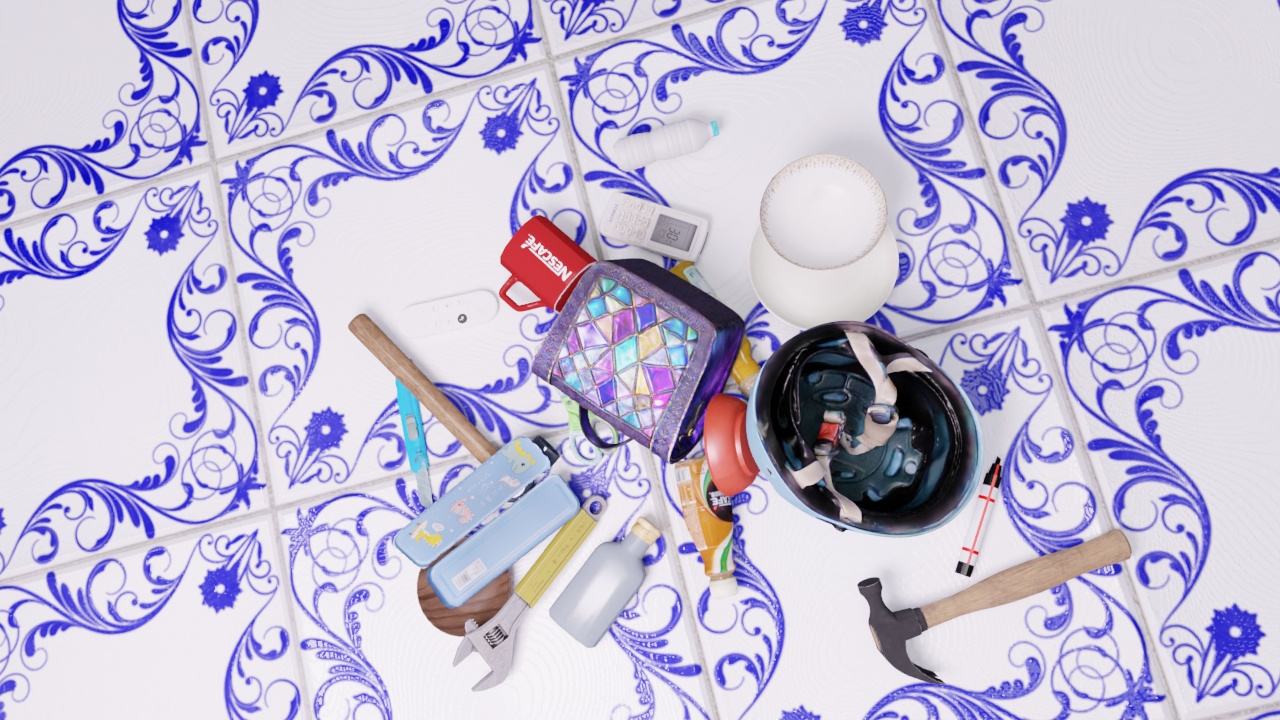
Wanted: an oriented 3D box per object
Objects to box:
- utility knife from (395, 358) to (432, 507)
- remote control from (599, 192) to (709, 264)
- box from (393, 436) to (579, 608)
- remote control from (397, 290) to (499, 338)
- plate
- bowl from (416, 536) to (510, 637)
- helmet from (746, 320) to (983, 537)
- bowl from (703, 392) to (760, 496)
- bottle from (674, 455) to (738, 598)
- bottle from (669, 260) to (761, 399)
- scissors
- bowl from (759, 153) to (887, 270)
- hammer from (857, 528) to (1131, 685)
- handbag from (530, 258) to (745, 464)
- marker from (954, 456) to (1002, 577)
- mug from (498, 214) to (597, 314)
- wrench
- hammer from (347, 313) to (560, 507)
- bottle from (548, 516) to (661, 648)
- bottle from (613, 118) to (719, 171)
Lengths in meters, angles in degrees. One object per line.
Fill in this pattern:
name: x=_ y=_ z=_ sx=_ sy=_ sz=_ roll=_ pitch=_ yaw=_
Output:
utility knife: x=-0.292 y=0.095 z=1.188 sx=0.031 sy=0.015 sz=0.198 roll=-15 pitch=80 yaw=8
remote control: x=0.017 y=-0.170 z=1.182 sx=0.138 sy=0.025 sz=0.060 roll=19 pitch=84 yaw=10
box: x=-0.184 y=0.194 z=1.112 sx=0.209 sy=0.039 sz=0.126 roll=-39 pitch=94 yaw=0
remote control: x=-0.253 y=-0.060 z=1.207 sx=0.136 sy=0.013 sz=0.043 roll=-12 pitch=80 yaw=6
plate: x=0.225 y=-0.121 z=1.141 sx=0.182 sy=0.034 sz=0.182 roll=-1 pitch=81 yaw=7
bowl: x=-0.215 y=0.279 z=1.138 sx=0.119 sy=0.032 sz=0.119 roll=-1 pitch=81 yaw=8
helmet: x=0.244 y=0.082 z=1.037 sx=0.265 sy=0.167 sz=0.225 roll=30 pitch=79 yaw=2
bowl: x=0.115 y=0.097 z=1.075 sx=0.035 sy=0.122 sz=0.122 roll=-8 pitch=79 yaw=28
bottle: x=0.084 y=0.198 z=1.096 sx=0.059 sy=0.059 sz=0.167 roll=-12 pitch=79 yaw=5
bottle: x=0.094 y=-0.036 z=1.136 sx=0.053 sy=0.053 sz=0.186 roll=-35 pitch=79 yaw=1
scissors: x=-0.089 y=0.053 z=1.169 sx=0.065 sy=0.033 sz=0.174 roll=-34 pitch=81 yaw=5
bowl: x=0.217 y=-0.168 z=1.099 sx=0.145 sy=0.063 sz=0.145 roll=-1 pitch=80 yaw=8
hammer: x=0.411 y=0.266 z=1.044 sx=0.305 sy=0.040 sz=0.132 roll=-20 pitch=92 yaw=-1
handbag: x=-0.007 y=0.006 z=1.090 sx=0.205 sy=0.125 sz=0.222 roll=32 pitch=109 yaw=17
marker: x=0.400 y=0.182 z=1.076 sx=0.019 sy=0.019 sz=0.145 roll=19 pitch=84 yaw=10
mug: x=-0.124 y=-0.109 z=1.165 sx=0.096 sy=0.080 sz=0.116 roll=41 pitch=95 yaw=12
wrench: x=-0.128 y=0.277 z=1.112 sx=0.083 sy=0.018 sz=0.273 roll=43 pitch=77 yaw=-18
hammer: x=-0.258 y=0.057 z=1.168 sx=0.322 sy=0.040 sz=0.129 roll=44 pitch=90 yaw=9
bottle: x=-0.036 y=0.262 z=1.109 sx=0.072 sy=0.046 sz=0.161 roll=37 pitch=87 yaw=12
bottle: x=0.034 y=-0.282 z=1.188 sx=0.136 sy=0.044 sz=0.044 roll=-15 pitch=79 yaw=5
